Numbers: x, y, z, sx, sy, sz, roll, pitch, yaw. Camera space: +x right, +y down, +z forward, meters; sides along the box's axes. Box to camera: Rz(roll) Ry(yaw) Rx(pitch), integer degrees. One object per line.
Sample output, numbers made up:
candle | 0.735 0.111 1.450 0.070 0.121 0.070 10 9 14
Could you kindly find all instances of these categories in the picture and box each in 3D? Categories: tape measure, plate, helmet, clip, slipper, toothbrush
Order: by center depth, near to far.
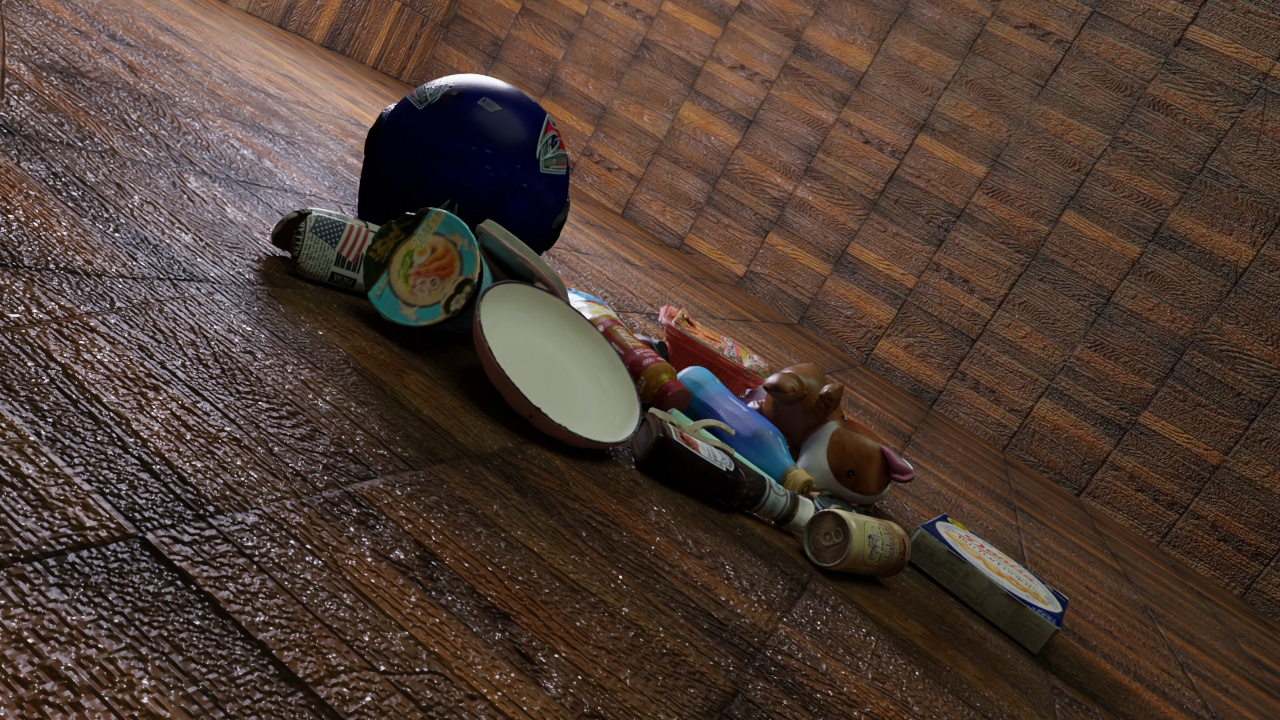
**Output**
plate | -0.082 0.009 0.856 0.192 0.039 0.192 36 28 -22
clip | 0.045 0.088 0.966 0.104 0.082 0.034 8 50 -5
toothbrush | 0.114 0.122 0.989 0.224 0.026 0.027 35 29 21
slipper | -0.123 -0.068 1.011 0.114 0.054 0.274 36 -10 19
helmet | -0.205 -0.222 1.120 0.247 0.240 0.315 28 11 -12
tape measure | 0.008 -0.001 1.167 0.057 0.058 0.039 12 -3 35

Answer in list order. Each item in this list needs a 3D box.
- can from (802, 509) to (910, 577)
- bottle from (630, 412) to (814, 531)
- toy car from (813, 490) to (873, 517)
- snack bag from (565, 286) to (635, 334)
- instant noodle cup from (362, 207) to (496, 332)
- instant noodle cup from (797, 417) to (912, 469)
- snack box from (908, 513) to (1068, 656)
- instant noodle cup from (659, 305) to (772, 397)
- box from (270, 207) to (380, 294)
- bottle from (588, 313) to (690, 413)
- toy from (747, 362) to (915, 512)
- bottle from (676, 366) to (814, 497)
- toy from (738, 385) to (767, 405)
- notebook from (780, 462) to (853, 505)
can | 0.215 0.182 0.910 0.116 0.058 0.058 19 17 -43
bottle | 0.084 0.116 0.905 0.195 0.044 0.080 28 13 -16
toy car | 0.231 0.177 1.021 0.091 0.036 0.043 27 13 -16
snack bag | -0.071 -0.068 1.313 0.110 0.039 0.191 11 18 -26
instant noodle cup | -0.189 -0.073 0.877 0.111 0.111 0.120 33 -4 11
instant noodle cup | 0.269 0.129 1.206 0.138 0.060 0.173 38 15 26
snack box | 0.415 0.260 1.102 0.178 0.046 0.182 36 14 24
instant noodle cup | 0.098 -0.005 1.350 0.189 0.079 0.164 31 12 -2
box | -0.272 -0.096 0.898 0.162 0.076 0.087 20 36 -52
bottle | -0.007 0.006 1.102 0.057 0.057 0.175 17 18 -46
toy | 0.215 0.097 1.072 0.199 0.130 0.140 44 -30 13
bottle | 0.115 0.085 1.056 0.065 0.065 0.219 18 17 -45
toy | 0.189 0.062 1.381 0.084 0.039 0.108 22 12 8
notebook | 0.185 0.134 1.157 0.147 0.008 0.207 20 15 -41
